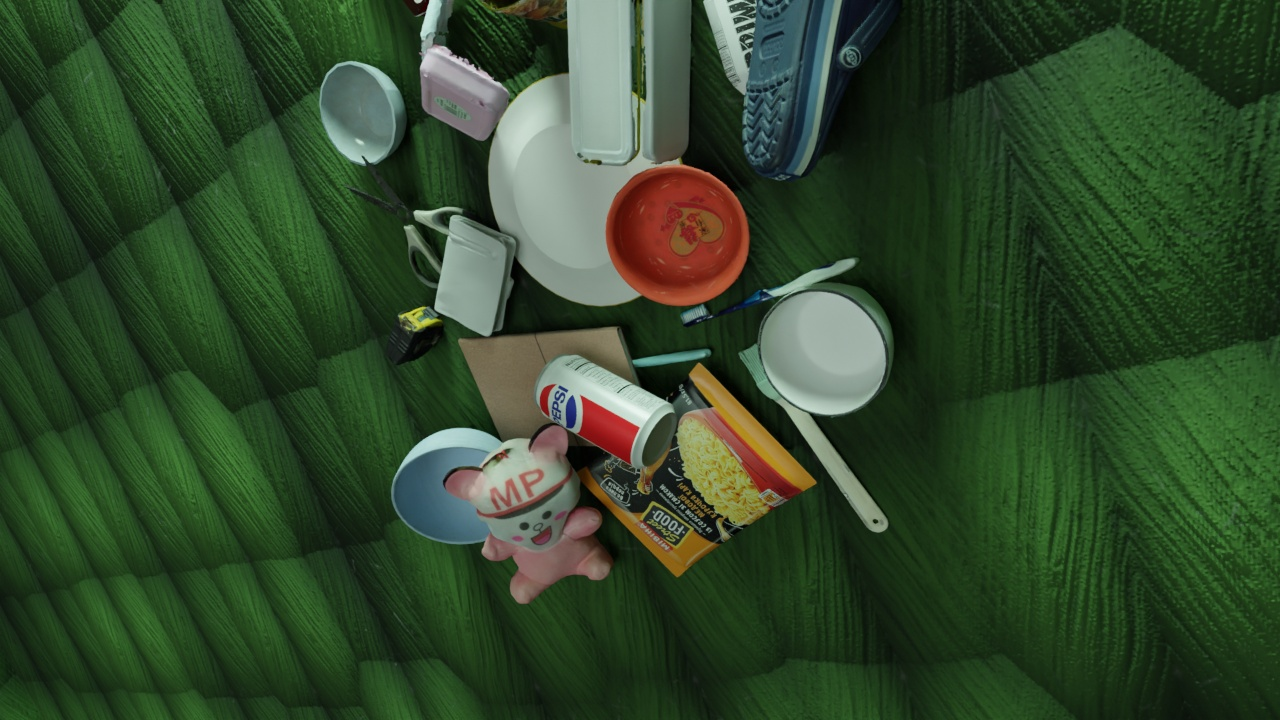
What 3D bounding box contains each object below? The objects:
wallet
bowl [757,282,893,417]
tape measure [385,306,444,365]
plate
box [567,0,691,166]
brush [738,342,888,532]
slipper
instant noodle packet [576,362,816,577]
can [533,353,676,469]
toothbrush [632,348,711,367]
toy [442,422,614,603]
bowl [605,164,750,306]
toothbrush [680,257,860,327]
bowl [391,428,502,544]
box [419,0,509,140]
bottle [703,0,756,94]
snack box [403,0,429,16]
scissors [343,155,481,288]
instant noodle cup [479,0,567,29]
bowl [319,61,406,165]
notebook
[{"bbox_3d":[-0.175,-0.091,0.978,0.086,0.032,0.116,29,122,16],"label":"wallet"},{"bbox_3d":[0.166,-0.016,0.793,0.116,0.065,0.116,12,116,26],"label":"bowl"},{"bbox_3d":[-0.254,-0.028,1.042,0.038,0.062,0.067,41,125,10],"label":"tape measure"},{"bbox_3d":[-0.060,-0.160,0.894,0.230,0.021,0.230,12,116,26],"label":"plate"},{"bbox_3d":[-0.007,-0.274,0.777,0.084,0.079,0.210,12,115,26],"label":"box"},{"bbox_3d":[0.166,0.074,0.867,0.033,0.012,0.217,-34,92,37],"label":"brush"},{"bbox_3d":[0.141,-0.261,0.691,0.095,0.105,0.253,7,105,-17],"label":"slipper"},{"bbox_3d":[0.049,0.121,0.941,0.160,0.032,0.221,45,126,-2],"label":"instant noodle packet"},{"bbox_3d":[-0.035,0.048,0.900,0.132,0.070,0.070,27,122,25],"label":"can"},{"bbox_3d":[-0.006,0.005,0.937,0.181,0.016,0.016,-10,105,35],"label":"toothbrush"},{"bbox_3d":[-0.115,0.169,1.000,0.142,0.084,0.213,-19,126,6],"label":"toy"},{"bbox_3d":[0.036,-0.117,0.830,0.130,0.045,0.131,6,117,11],"label":"bowl"},{"bbox_3d":[0.113,-0.063,0.837,0.189,0.016,0.017,-19,90,36],"label":"toothbrush"},{"bbox_3d":[-0.207,0.134,1.063,0.150,0.074,0.151,-3,124,-5],"label":"bowl"},{"bbox_3d":[-0.155,-0.273,0.824,0.101,0.201,0.103,25,90,-14],"label":"box"},{"bbox_3d":[0.084,-0.260,0.752,0.041,0.041,0.116,-11,104,34],"label":"bottle"},{"bbox_3d":[-0.237,-0.407,0.886,0.051,0.031,0.141,-38,89,37],"label":"snack box"},{"bbox_3d":[-0.241,-0.148,0.996,0.169,0.012,0.158,4,123,18],"label":"scissors"},{"bbox_3d":[-0.087,-0.333,0.781,0.102,0.108,0.102,12,115,28],"label":"instant noodle cup"},{"bbox_3d":[-0.288,-0.264,0.975,0.106,0.039,0.106,12,116,26],"label":"bowl"},{"bbox_3d":[-0.090,0.032,0.988,0.210,0.008,0.141,-3,120,32],"label":"notebook"}]
